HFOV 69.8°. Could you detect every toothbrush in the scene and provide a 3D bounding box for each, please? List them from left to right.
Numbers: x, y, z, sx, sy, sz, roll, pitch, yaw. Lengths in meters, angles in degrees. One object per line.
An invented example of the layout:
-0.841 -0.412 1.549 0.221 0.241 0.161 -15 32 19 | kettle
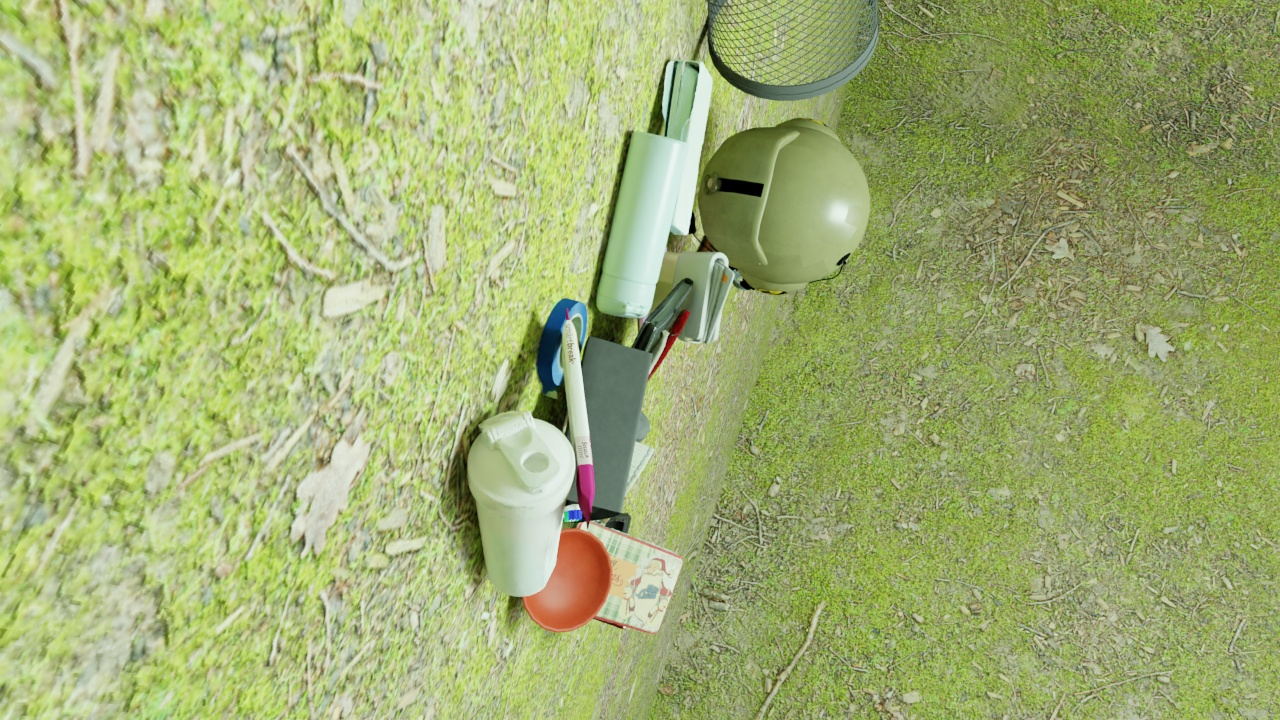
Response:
-0.092 0.167 0.963 0.187 0.015 0.016 144 -56 -65 | toothbrush

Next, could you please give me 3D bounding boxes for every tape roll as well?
-0.080 -0.019 0.953 0.091 0.016 0.092 90 20 -52 | tape roll

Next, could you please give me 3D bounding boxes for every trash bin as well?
0.177 -0.470 1.085 0.227 0.218 0.217 68 40 -64 | trash bin

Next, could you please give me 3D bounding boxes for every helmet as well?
0.187 -0.218 1.269 0.232 0.256 0.250 -20 123 -79 | helmet

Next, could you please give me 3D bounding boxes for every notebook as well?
-0.007 0.007 1.151 0.210 0.029 0.169 -63 176 31 | notebook

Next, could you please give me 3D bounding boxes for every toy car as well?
-0.051 0.237 1.294 0.092 0.037 0.040 3 107 -43 | toy car

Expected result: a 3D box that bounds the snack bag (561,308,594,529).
-0.058 0.053 0.854 0.070 0.016 0.196 105 -22 -65 | snack bag

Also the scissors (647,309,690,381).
0.005 0.016 1.061 0.198 0.015 0.179 -56 175 -16 | scissors

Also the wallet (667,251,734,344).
0.080 -0.080 1.179 0.115 0.037 0.118 15 -82 61 | wallet

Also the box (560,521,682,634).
-0.038 0.281 1.193 0.205 0.050 0.117 31 72 -38 | box

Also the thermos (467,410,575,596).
-0.114 0.138 0.858 0.221 0.099 0.099 100 13 -49 | thermos

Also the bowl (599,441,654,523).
-0.039 0.145 1.178 0.115 0.062 0.115 -56 179 -2 | bowl

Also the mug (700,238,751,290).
0.154 -0.170 1.568 0.082 0.117 0.110 91 23 -50 | mug

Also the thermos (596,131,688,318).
-0.001 -0.148 1.031 0.078 0.065 0.207 34 -66 58 | thermos

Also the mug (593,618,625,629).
-0.056 0.334 1.313 0.117 0.096 0.080 90 20 -50 | mug

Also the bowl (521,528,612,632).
-0.094 0.258 1.089 0.035 0.122 0.122 2 -109 57 | bowl

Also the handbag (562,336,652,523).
-0.063 0.094 1.028 0.196 0.072 0.175 130 -27 -65 | handbag

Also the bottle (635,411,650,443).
-0.025 0.104 1.248 0.113 0.047 0.046 -51 -168 55 | bottle

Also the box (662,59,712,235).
0.047 -0.251 1.087 0.083 0.067 0.199 -171 -90 -82 | box

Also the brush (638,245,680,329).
0.034 -0.132 1.252 0.229 0.043 0.089 94 17 -44 | brush
